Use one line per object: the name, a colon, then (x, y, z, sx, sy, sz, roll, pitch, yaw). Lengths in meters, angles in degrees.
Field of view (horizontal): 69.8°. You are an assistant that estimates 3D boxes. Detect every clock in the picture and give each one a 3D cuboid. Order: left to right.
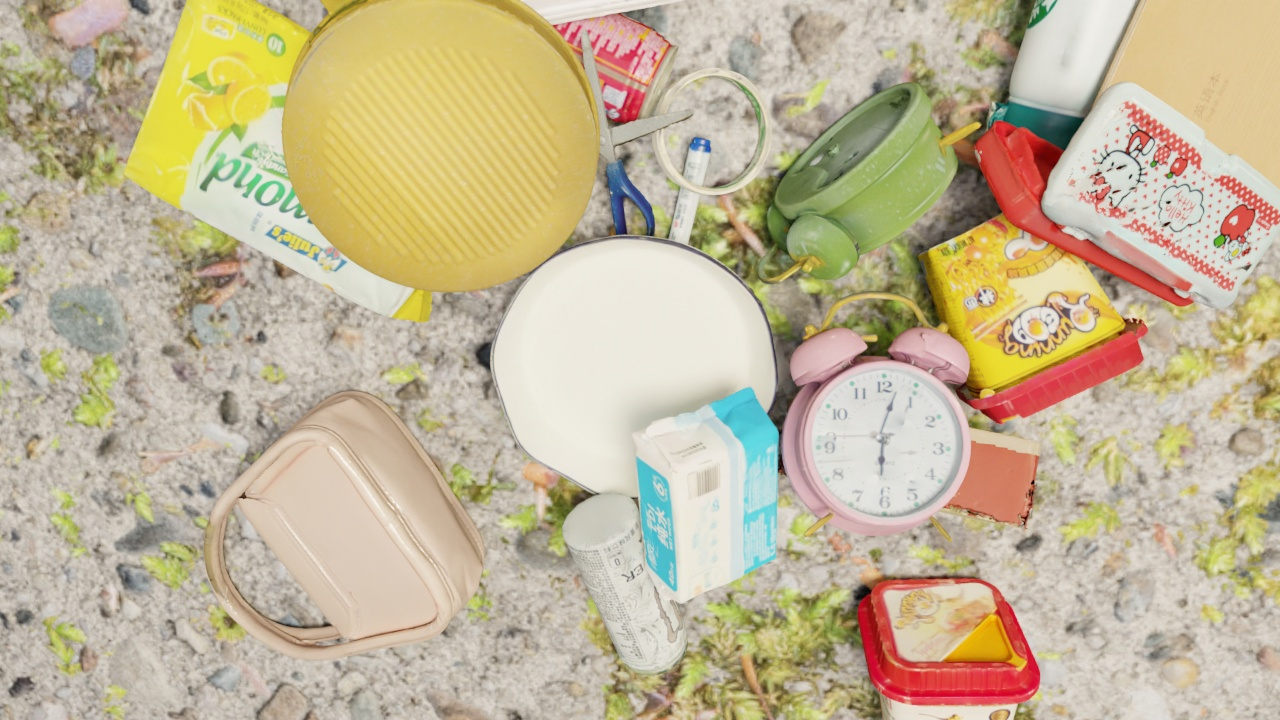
clock: (0.137, -0.111, 0.607, 0.161, 0.116, 0.056, -42, 106, 11)
clock: (0.151, 0.034, 0.584, 0.117, 0.060, 0.158, 1, 82, 4)

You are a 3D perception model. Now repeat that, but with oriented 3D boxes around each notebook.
notebook: (0.390, -0.189, 0.575, 0.211, 0.012, 0.150, 12, 107, -20)

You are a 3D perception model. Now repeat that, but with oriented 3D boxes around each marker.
marker: (0.028, -0.090, 0.672, 0.017, 0.017, 0.146, 14, 105, 2)

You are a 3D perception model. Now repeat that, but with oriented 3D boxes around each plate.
plate: (-0.004, 0.004, 0.669, 0.205, 0.045, 0.205, 1, 114, 2)

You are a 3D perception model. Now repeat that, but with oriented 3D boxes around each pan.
pan: (-0.165, -0.198, 0.549, 0.198, 0.078, 0.357, -30, 122, 11)

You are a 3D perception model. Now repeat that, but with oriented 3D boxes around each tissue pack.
tissue pack: (0.045, 0.094, 0.636, 0.089, 0.063, 0.140, -18, 118, -27)

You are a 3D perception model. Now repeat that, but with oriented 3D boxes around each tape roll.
tape roll: (0.050, -0.159, 0.639, 0.085, 0.014, 0.086, -3, 102, -16)

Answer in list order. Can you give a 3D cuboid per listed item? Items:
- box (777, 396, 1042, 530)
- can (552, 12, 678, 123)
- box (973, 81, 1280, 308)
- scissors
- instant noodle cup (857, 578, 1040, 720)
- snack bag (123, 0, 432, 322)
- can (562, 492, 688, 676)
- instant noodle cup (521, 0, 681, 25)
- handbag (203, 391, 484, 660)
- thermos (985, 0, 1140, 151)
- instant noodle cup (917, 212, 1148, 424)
box: (0.185, 0.079, 0.654, 0.168, 0.091, 0.077, 12, 85, 3)
can: (-0.028, -0.205, 0.624, 0.094, 0.066, 0.066, 25, 105, 0)
box: (0.308, -0.100, 0.550, 0.201, 0.095, 0.098, 16, 139, -31)
scissors: (-0.032, -0.145, 0.629, 0.162, 0.012, 0.174, 14, 140, 25)
instant noodle cup: (0.227, 0.244, 0.692, 0.117, 0.116, 0.124, -3, 116, 6)
snack bag: (-0.232, -0.149, 0.658, 0.246, 0.068, 0.158, 29, 105, -3)
can: (-0.009, 0.171, 0.698, 0.058, 0.058, 0.147, -15, 120, 9)
instant noodle cup: (-0.050, -0.286, 0.578, 0.173, 0.060, 0.137, -7, 68, 6)
handbag: (-0.259, 0.153, 0.737, 0.235, 0.093, 0.193, -31, 99, 20)
thermos: (0.281, -0.229, 0.574, 0.073, 0.073, 0.225, 12, 114, 3)
instant noodle cup: (0.254, -0.036, 0.620, 0.116, 0.116, 0.123, -27, 88, 12)
